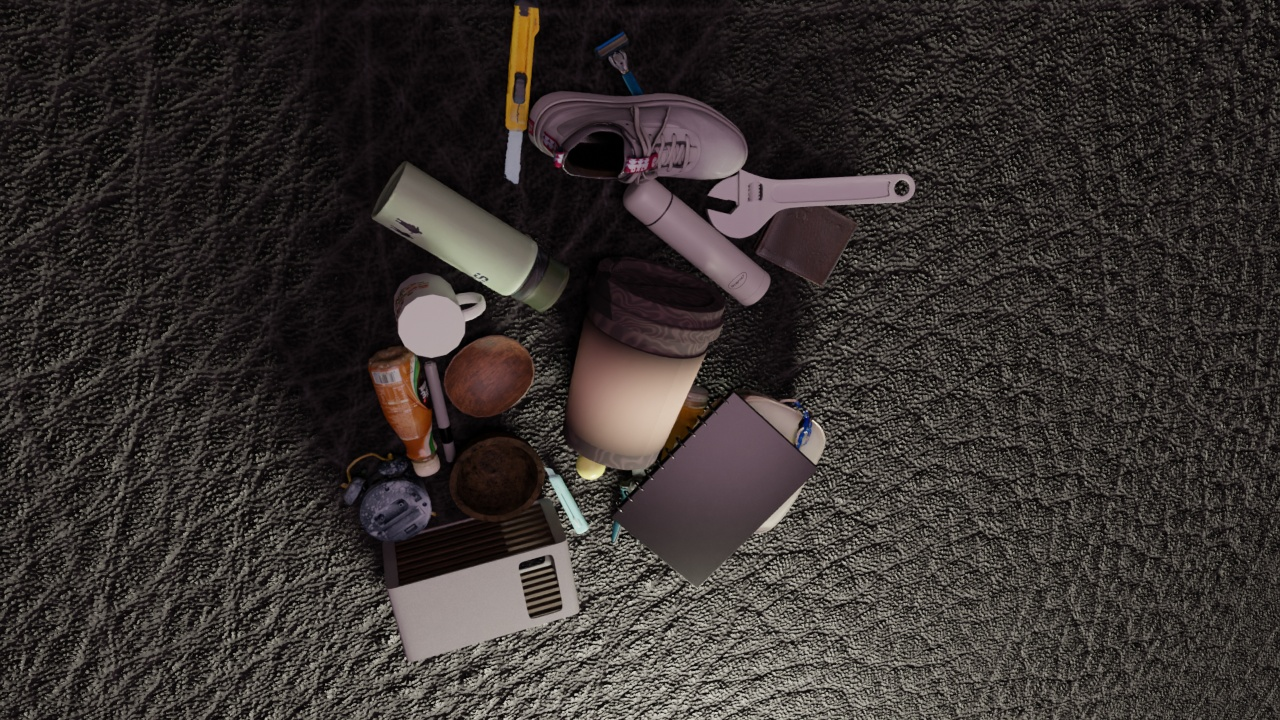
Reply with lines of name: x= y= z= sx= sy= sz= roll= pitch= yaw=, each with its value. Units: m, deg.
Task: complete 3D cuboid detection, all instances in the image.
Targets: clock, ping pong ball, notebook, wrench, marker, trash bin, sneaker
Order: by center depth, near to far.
sneaker: x=0.008 y=-0.241 z=1.046 sx=0.262 sy=0.128 sz=0.097 roll=3 pitch=125 yaw=-17
marker: x=-0.252 y=0.066 z=1.162 sx=0.016 sy=0.016 sz=0.141 roll=-13 pitch=115 yaw=-13
clock: x=-0.320 y=0.172 z=1.163 sx=0.090 sy=0.052 sz=0.129 roll=-33 pitch=118 yaw=-3
wrench: x=0.219 y=-0.205 z=1.178 sx=0.273 sy=0.018 sz=0.087 roll=-3 pitch=104 yaw=-6
notebook: x=0.094 y=0.169 z=1.207 sx=0.169 sy=0.019 sz=0.231 roll=42 pitch=98 yaw=-13
trash bin: x=-0.210 y=0.285 z=1.209 sx=0.228 sy=0.114 sz=0.114 roll=-13 pitch=115 yaw=-13
ping pong ball: x=-0.067 y=0.141 z=1.239 sx=0.040 sy=0.040 sz=0.040 roll=-6 pitch=113 yaw=-16

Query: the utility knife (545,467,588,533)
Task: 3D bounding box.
utility knife: x=-0.102 y=0.191 z=1.264 sx=0.022 sy=0.015 sz=0.120 roll=-13 pitch=118 yaw=22

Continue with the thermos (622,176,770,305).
thermos: x=0.071 y=-0.151 z=1.158 sx=0.224 sy=0.052 sz=0.052 roll=36 pitch=97 yaw=-27

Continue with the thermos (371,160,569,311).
thermos: x=-0.189 y=-0.140 z=1.068 sx=0.231 sy=0.082 sz=0.082 roll=30 pitch=99 yaw=-26

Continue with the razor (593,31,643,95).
razor: x=-0.004 y=-0.316 z=1.086 sx=0.042 sy=0.022 sz=0.144 roll=-27 pitch=123 yaw=9

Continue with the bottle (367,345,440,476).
bottle: x=-0.283 y=0.066 z=1.127 sx=0.059 sy=0.059 sz=0.167 roll=-17 pitch=115 yaw=-11

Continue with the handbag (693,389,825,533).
handbag: x=0.148 y=0.132 z=1.251 sx=0.199 sy=0.093 sz=0.201 roll=27 pitch=94 yaw=-38

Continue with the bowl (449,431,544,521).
bowl: x=-0.190 y=0.142 z=1.191 sx=0.121 sy=0.056 sz=0.121 roll=-6 pitch=113 yaw=-16

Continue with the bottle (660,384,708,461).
bottle: x=0.057 y=0.125 z=1.265 sx=0.053 sy=0.053 sz=0.186 roll=4 pitch=109 yaw=-20

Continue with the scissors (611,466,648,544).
scissors: x=-0.014 y=0.199 z=1.292 sx=0.148 sy=0.019 sz=0.132 roll=-36 pitch=118 yaw=0

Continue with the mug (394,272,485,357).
mug: x=-0.234 y=-0.057 z=1.076 sx=0.105 sy=0.089 sz=0.073 roll=-13 pitch=115 yaw=-13

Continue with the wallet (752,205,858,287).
wallet: x=0.220 y=-0.162 z=1.216 sx=0.120 sy=0.031 sz=0.099 roll=24 pitch=101 yaw=-22

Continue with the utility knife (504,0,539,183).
utility knife: x=-0.138 y=-0.306 z=1.050 sx=0.030 sy=0.018 sz=0.207 roll=4 pitch=113 yaw=-10

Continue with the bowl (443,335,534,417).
bowl: x=-0.191 y=0.016 z=1.156 sx=0.114 sy=0.026 sz=0.102 roll=-36 pitch=117 yaw=0

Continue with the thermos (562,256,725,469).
thermos: x=-0.007 y=0.007 z=1.140 sx=0.172 sy=0.172 sz=0.227 roll=9 pitch=114 yaw=-21
